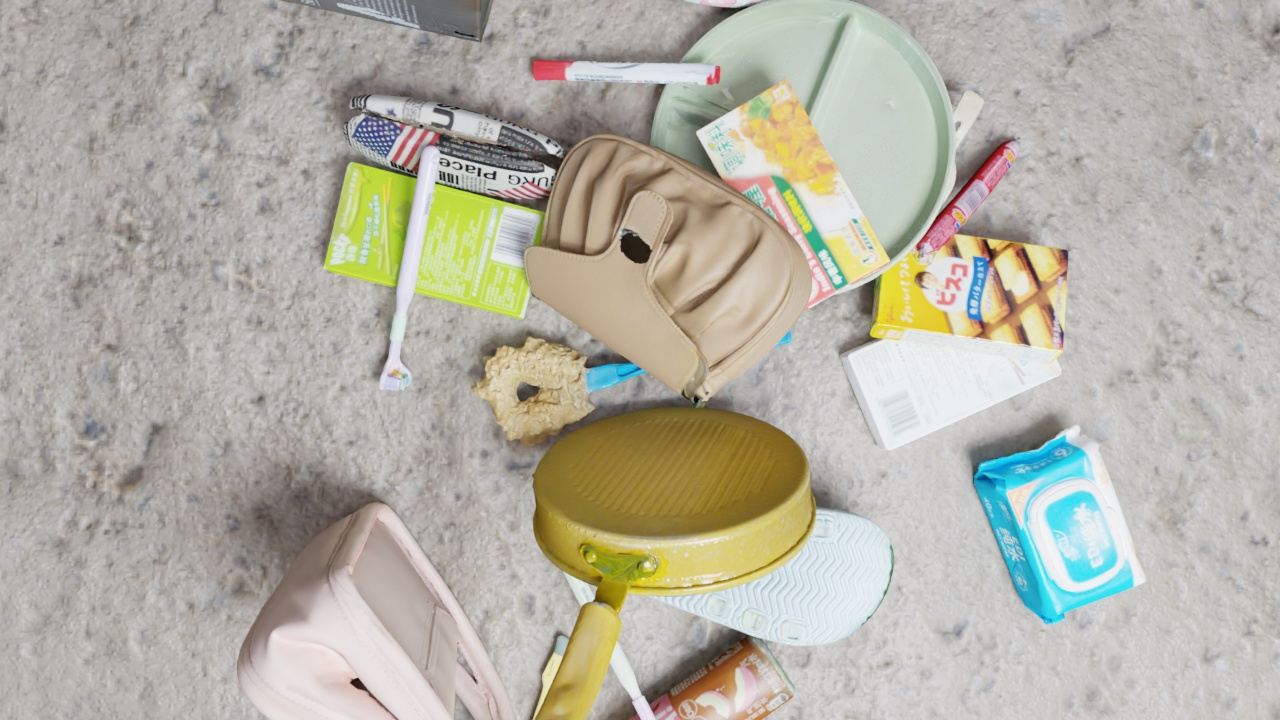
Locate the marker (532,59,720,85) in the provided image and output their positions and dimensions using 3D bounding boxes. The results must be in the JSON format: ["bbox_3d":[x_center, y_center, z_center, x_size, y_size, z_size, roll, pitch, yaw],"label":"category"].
[{"bbox_3d":[-0.011,-0.221,0.705,0.145,0.017,0.017,4,90,10],"label":"marker"}]

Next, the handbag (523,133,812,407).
[{"bbox_3d":[0.012,-0.070,0.658,0.204,0.099,0.148,33,102,23],"label":"handbag"}]

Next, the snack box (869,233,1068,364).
[{"bbox_3d":[0.254,-0.052,0.711,0.140,0.034,0.086,9,72,9],"label":"snack box"}]

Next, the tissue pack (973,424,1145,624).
[{"bbox_3d":[0.331,0.130,0.728,0.090,0.063,0.140,-22,92,-3],"label":"tissue pack"}]

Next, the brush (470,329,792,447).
[{"bbox_3d":[-0.004,0.004,0.719,0.254,0.046,0.083,-14,88,-8],"label":"brush"}]

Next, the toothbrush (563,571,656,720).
[{"bbox_3d":[-0.019,0.224,0.697,0.029,0.020,0.189,-29,71,-5],"label":"toothbrush"}]

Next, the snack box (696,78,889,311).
[{"bbox_3d":[0.112,-0.121,0.680,0.077,0.027,0.155,-30,87,10],"label":"snack box"}]

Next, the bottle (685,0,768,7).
[{"bbox_3d":[0.033,-0.310,0.700,0.197,0.068,0.068,10,90,-7],"label":"bottle"}]

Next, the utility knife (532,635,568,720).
[{"bbox_3d":[-0.081,0.304,0.724,0.031,0.019,0.176,19,86,0],"label":"utility knife"}]

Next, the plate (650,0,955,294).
[{"bbox_3d":[0.122,-0.162,0.706,0.230,0.027,0.230,0,92,9],"label":"plate"}]

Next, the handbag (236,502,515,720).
[{"bbox_3d":[-0.155,0.222,0.642,0.093,0.193,0.234,-40,103,-1],"label":"handbag"}]

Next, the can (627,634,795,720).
[{"bbox_3d":[0.046,0.276,0.713,0.147,0.058,0.058,-35,93,-3],"label":"can"}]

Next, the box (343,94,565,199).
[{"bbox_3d":[-0.141,-0.153,0.689,0.163,0.075,0.076,15,94,-6],"label":"box"}]

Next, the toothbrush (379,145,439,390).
[{"bbox_3d":[-0.170,-0.065,0.681,0.021,0.029,0.189,26,112,32],"label":"toothbrush"}]

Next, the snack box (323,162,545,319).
[{"bbox_3d":[-0.156,-0.091,0.709,0.156,0.026,0.086,13,90,-5],"label":"snack box"}]

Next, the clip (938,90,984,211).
[{"bbox_3d":[0.235,-0.162,0.738,0.034,0.076,0.103,25,79,-3],"label":"clip"}]

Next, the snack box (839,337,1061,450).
[{"bbox_3d":[0.248,0.003,0.738,0.156,0.027,0.084,-24,91,-4],"label":"snack box"}]

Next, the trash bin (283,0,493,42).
[{"bbox_3d":[-0.198,-0.335,0.627,0.219,0.199,0.198,15,91,-11],"label":"trash bin"}]

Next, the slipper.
[{"bbox_3d":[0.067,0.148,0.708,0.245,0.074,0.104,10,91,12],"label":"slipper"}]

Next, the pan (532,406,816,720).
[{"bbox_3d":[-0.007,0.135,0.578,0.198,0.356,0.078,5,114,23],"label":"pan"}]

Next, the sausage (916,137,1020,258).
[{"bbox_3d":[0.259,-0.129,0.719,0.020,0.020,0.155,46,67,-3],"label":"sausage"}]
